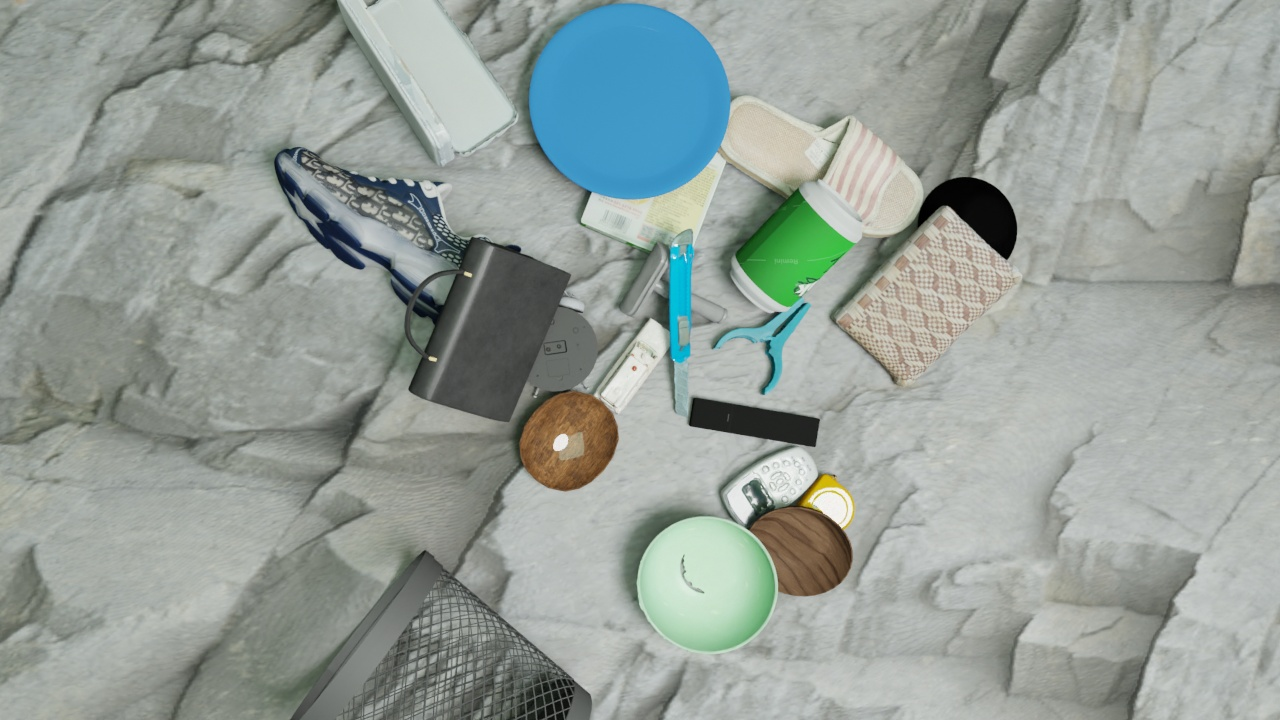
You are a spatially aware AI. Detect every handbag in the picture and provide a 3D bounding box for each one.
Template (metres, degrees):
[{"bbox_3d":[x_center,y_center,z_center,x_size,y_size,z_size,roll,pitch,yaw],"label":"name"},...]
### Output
[{"bbox_3d":[-0.174,-0.037,0.922,0.072,0.195,0.176,24,93,22],"label":"handbag"},{"bbox_3d":[0.327,-0.072,1.056,0.124,0.047,0.186,43,103,-3],"label":"handbag"}]

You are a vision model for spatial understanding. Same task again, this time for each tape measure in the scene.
[{"bbox_3d":[0.216,0.168,1.056,0.059,0.030,0.068,38,91,-2],"label":"tape measure"}]

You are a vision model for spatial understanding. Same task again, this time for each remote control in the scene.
[{"bbox_3d":[0.149,0.143,1.053,0.114,0.028,0.060,-31,90,-5],"label":"remote control"},{"bbox_3d":[0.132,0.071,1.062,0.150,0.013,0.034,10,86,-5],"label":"remote control"}]

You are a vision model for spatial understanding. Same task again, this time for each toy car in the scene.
[{"bbox_3d":[-0.006,0.006,1.039,0.039,0.039,0.113,37,85,-2],"label":"toy car"}]

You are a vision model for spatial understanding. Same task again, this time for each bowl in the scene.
[{"bbox_3d":[0.073,0.238,1.012,0.151,0.077,0.151,0,93,4],"label":"bowl"},{"bbox_3d":[0.179,0.208,1.036,0.119,0.032,0.119,6,115,12],"label":"bowl"},{"bbox_3d":[0.395,-0.160,1.076,0.124,0.052,0.124,0,87,-5],"label":"bowl"},{"bbox_3d":[-0.081,0.090,1.035,0.102,0.026,0.114,41,86,-8],"label":"bowl"}]

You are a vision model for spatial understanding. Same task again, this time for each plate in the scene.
[{"bbox_3d":[-0.012,-0.289,1.032,0.224,0.024,0.224,0,85,-2],"label":"plate"}]

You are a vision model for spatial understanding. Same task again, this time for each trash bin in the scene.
[{"bbox_3d":[-0.196,0.349,0.925,0.227,0.218,0.217,39,85,-6],"label":"trash bin"}]

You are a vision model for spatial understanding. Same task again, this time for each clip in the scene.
[{"bbox_3d":[0.133,-0.023,1.062,0.120,0.033,0.122,11,87,-1],"label":"clip"}]

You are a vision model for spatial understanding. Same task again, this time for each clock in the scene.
[{"bbox_3d":[-0.098,-0.023,1.035,0.094,0.035,0.122,-8,87,-5],"label":"clock"}]

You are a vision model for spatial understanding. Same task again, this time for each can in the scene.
[{"bbox_3d":[0.171,-0.125,1.015,0.088,0.087,0.140,43,113,-2],"label":"can"}]

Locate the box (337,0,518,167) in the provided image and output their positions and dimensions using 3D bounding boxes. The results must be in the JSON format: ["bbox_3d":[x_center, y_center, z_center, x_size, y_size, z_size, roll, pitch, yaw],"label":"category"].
[{"bbox_3d":[-0.237,-0.330,1.002,0.129,0.105,0.210,-38,91,-9],"label":"box"}]

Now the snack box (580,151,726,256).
[{"bbox_3d":[0.021,-0.209,1.058,0.132,0.027,0.168,22,85,-5],"label":"snack box"}]

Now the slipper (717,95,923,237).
[{"bbox_3d":[0.211,-0.228,1.054,0.263,0.052,0.115,23,87,-10],"label":"slipper"}]

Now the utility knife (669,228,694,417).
[{"bbox_3d":[0.047,-0.037,1.022,0.031,0.015,0.220,-10,113,-20],"label":"utility knife"}]

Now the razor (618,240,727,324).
[{"bbox_3d":[0.047,-0.072,1.044,0.116,0.047,0.088,24,113,-19],"label":"razor"}]

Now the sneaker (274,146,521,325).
[{"bbox_3d":[-0.267,-0.158,1.008,0.269,0.103,0.132,37,70,-3],"label":"sneaker"}]
